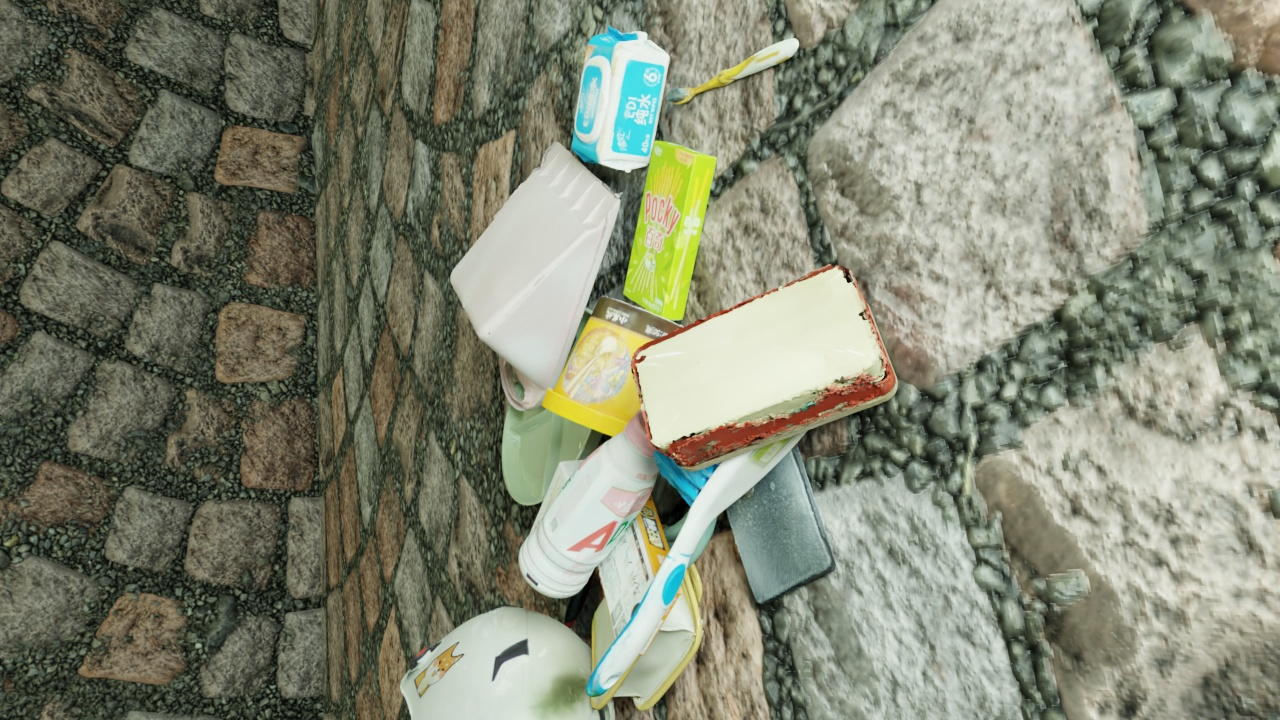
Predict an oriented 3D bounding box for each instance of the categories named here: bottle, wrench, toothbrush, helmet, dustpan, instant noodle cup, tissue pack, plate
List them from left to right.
[{"bbox_3d":[-0.116,0.347,0.934,0.157,0.230,0.273,-52,13,15],"label":"helmet"},{"bbox_3d":[-0.104,-0.086,1.044,0.273,0.139,0.222,-45,36,8],"label":"dustpan"},{"bbox_3d":[-0.092,0.052,1.026,0.231,0.027,0.229,-38,42,43],"label":"plate"},{"bbox_3d":[-0.049,0.207,0.968,0.056,0.016,0.274,-55,-13,-47],"label":"wrench"},{"bbox_3d":[-0.035,0.122,0.788,0.197,0.068,0.068,-55,41,30],"label":"bottle"},{"bbox_3d":[-0.025,-0.265,0.937,0.090,0.063,0.140,40,123,56],"label":"tissue pack"},{"bbox_3d":[-0.015,0.010,0.842,0.118,0.118,0.114,19,87,61],"label":"instant noodle cup"},{"bbox_3d":[0.074,-0.249,0.799,0.192,0.018,0.016,3,92,61],"label":"toothbrush"}]

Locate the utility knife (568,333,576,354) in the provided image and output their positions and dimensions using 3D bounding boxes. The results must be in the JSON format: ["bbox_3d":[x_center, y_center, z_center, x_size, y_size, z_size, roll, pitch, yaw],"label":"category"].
[{"bbox_3d":[-0.093,-0.086,1.069,0.033,0.015,0.208,-48,35,34],"label":"utility knife"}]

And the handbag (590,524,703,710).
[{"bbox_3d":[0.002,0.227,0.882,0.178,0.063,0.164,-97,26,-46],"label":"handbag"}]

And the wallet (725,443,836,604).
[{"bbox_3d":[0.105,0.122,0.725,0.097,0.019,0.120,-48,49,49],"label":"wallet"}]

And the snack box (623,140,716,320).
[{"bbox_3d":[0.026,-0.124,0.874,0.086,0.026,0.156,39,122,55],"label":"snack box"}]

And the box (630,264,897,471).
[{"bbox_3d":[0.080,0.007,0.627,0.169,0.076,0.091,-23,62,18],"label":"box"}]

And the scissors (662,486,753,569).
[{"bbox_3d":[0.047,0.112,0.785,0.181,0.019,0.170,-69,23,7],"label":"scissors"}]

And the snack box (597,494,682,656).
[{"bbox_3d":[-0.007,0.175,0.800,0.075,0.026,0.153,-61,22,19],"label":"snack box"}]

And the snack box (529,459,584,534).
[{"bbox_3d":[-0.066,0.164,0.966,0.027,0.084,0.157,59,138,39],"label":"snack box"}]

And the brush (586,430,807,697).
[{"bbox_3d":[0.038,0.110,0.699,0.315,0.060,0.109,-49,51,11],"label":"brush"}]
